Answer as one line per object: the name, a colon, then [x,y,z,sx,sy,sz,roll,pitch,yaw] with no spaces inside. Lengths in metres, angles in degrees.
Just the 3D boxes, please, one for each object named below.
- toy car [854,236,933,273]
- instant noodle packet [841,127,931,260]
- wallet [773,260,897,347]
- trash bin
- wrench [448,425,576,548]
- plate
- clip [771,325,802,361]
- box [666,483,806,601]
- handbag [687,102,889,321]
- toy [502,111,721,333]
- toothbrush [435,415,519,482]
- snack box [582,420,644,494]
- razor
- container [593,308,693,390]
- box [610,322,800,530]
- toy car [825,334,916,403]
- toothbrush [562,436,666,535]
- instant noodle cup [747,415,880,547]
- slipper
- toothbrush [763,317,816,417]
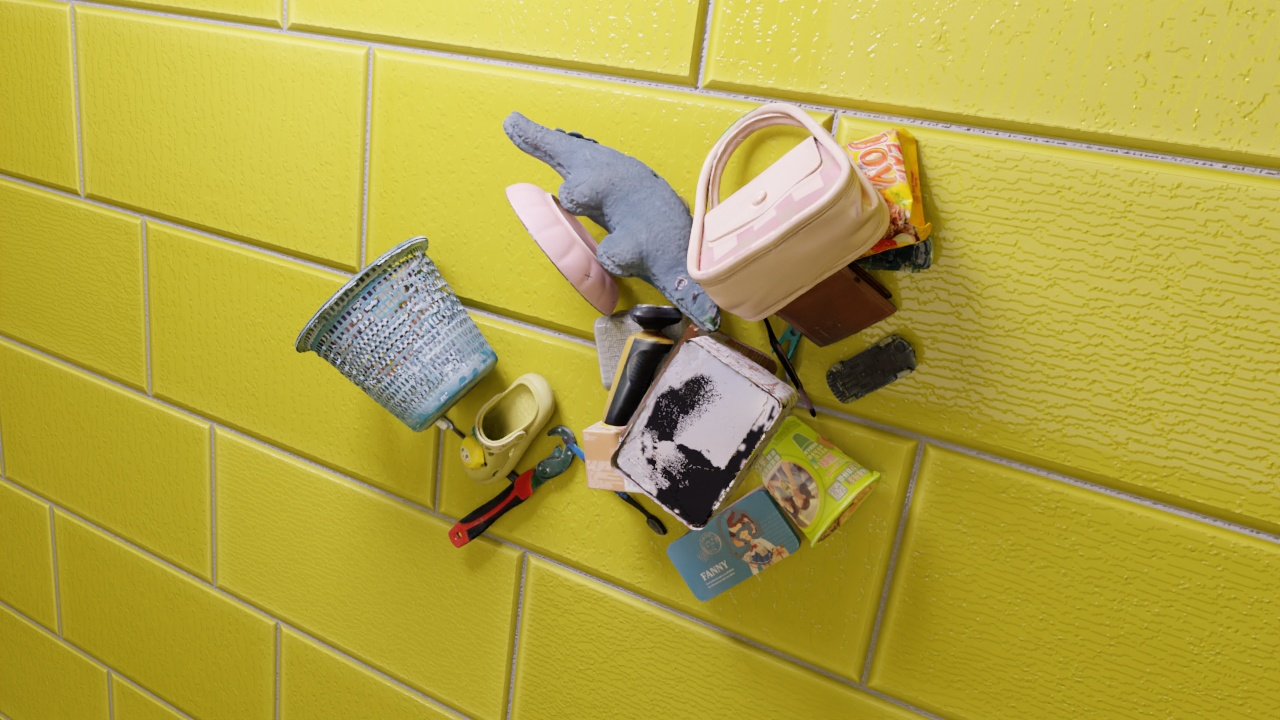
toy car: [0.268,-0.116,0.980,0.091,0.034,0.043,5,106,34]
instant noodle packet: [0.239,-0.175,0.959,0.111,0.044,0.128,-14,72,27]
wallet: [0.202,-0.062,0.985,0.101,0.124,0.032,-31,50,29]
trash bin: [-0.308,-0.020,1.230,0.195,0.226,0.227,48,120,-4]
wrench: [-0.183,0.187,1.297,0.274,0.016,0.056,-43,80,24]
plate: [-0.083,-0.139,1.085,0.039,0.192,0.192,-38,83,8]
clip: [0.174,-0.026,1.065,0.040,0.014,0.056,33,115,17]
box: [0.117,0.224,1.131,0.185,0.061,0.090,-40,81,28]
handbag: [0.135,-0.177,0.961,0.194,0.093,0.233,-32,46,25]
toy: [-0.011,-0.167,1.056,0.356,0.137,0.092,49,129,16]
toothbrush: [-0.227,0.135,1.322,0.181,0.018,0.016,35,109,15]
snack box: [-0.008,0.114,1.151,0.093,0.094,0.077,1,103,28]
razor: [-0.006,0.006,1.055,0.067,0.062,0.168,46,125,40]
container: [0.018,-0.017,1.110,0.114,0.090,0.090,-4,101,26]
box: [0.076,0.067,1.038,0.153,0.177,0.183,37,107,16]
toy car: [0.257,0.009,1.018,0.106,0.031,0.049,-31,87,32]
toothbrush: [-0.036,0.166,1.219,0.189,0.016,0.014,42,112,8]
instant noodle cup: [0.191,0.130,1.047,0.123,0.111,0.112,45,119,21]
slipper: [-0.196,0.091,1.251,0.191,0.081,0.091,-47,61,24]
toothbrush: [0.158,-0.005,1.035,0.017,0.014,0.189,-3,129,44]
